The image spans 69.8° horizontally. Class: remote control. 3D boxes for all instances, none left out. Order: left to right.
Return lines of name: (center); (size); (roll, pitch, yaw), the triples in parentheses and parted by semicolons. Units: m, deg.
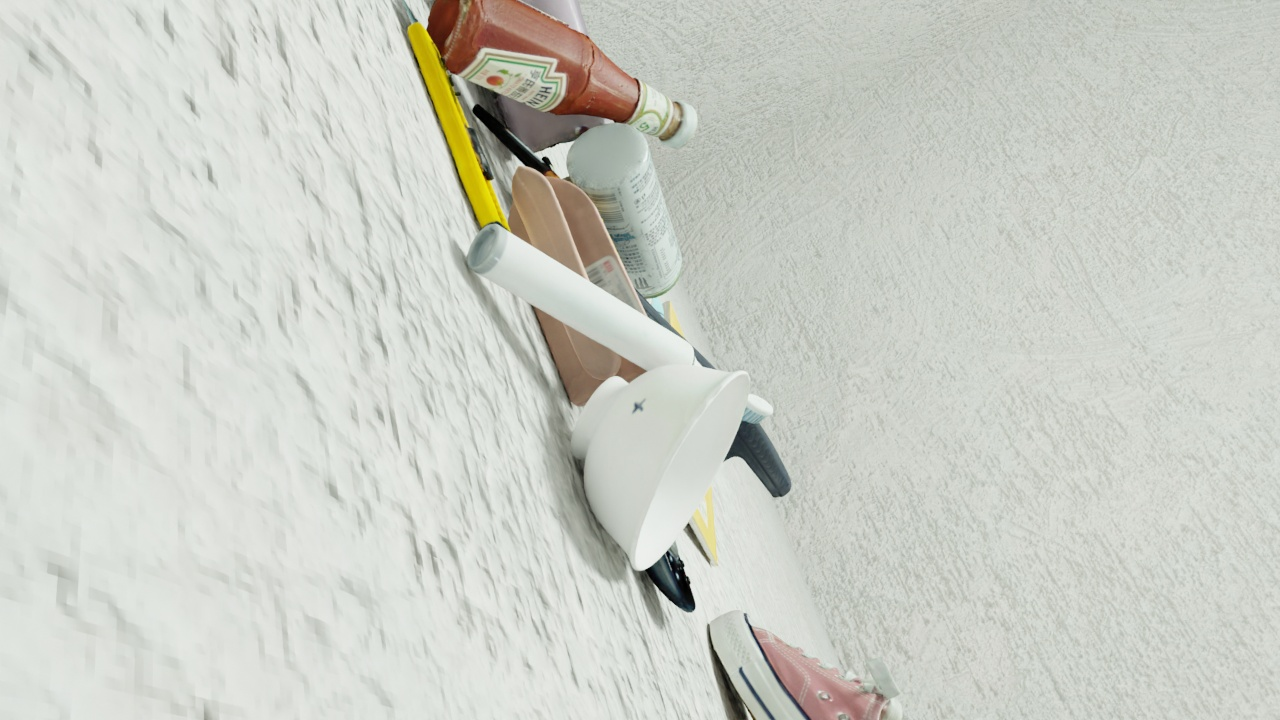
remote control: (0.000, 0.089, 0.555); (0.053, 0.024, 0.136); (52, 16, -71)

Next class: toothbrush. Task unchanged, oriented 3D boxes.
toothbrush: (0.001, -0.011, 0.508); (0.221, 0.026, 0.026); (30, 35, -35)

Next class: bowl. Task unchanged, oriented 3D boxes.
bowl: (0.002, 0.045, 0.491); (0.065, 0.118, 0.118); (27, -6, 18)

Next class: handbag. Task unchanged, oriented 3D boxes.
handbag: (-0.088, -0.267, 0.718); (0.145, 0.098, 0.197); (-103, 175, -74)

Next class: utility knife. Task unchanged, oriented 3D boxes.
utility knife: (-0.107, -0.139, 0.533); (0.033, 0.015, 0.177); (48, 19, -78)

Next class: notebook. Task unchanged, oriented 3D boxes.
notebook: (0.047, 0.067, 0.847); (0.146, 0.010, 0.205); (64, 18, -51)

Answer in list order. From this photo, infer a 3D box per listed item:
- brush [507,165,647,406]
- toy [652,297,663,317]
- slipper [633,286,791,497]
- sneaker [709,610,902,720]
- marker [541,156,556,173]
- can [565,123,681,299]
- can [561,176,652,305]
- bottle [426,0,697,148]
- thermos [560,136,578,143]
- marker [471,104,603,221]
brush: (-0.039, -0.049, 0.559); (0.073, 0.063, 0.145); (38, 28, -76)
toy: (0.009, -0.028, 0.936); (0.156, 0.050, 0.161); (72, 2, -63)
slipper: (-0.004, 0.004, 0.644); (0.268, 0.083, 0.110); (48, 5, 5)
sneaker: (0.127, 0.239, 0.610); (0.118, 0.087, 0.241); (64, -10, -26)
marker: (-0.075, -0.150, 0.857); (0.018, 0.015, 0.124); (59, 7, -53)
can: (-0.008, -0.106, 0.681); (0.147, 0.058, 0.058); (66, 4, -59)
can: (-0.035, -0.089, 0.774); (0.053, 0.053, 0.133); (-107, 170, -47)
bottle: (-0.045, -0.193, 0.629); (0.205, 0.060, 0.059); (14, 44, -39)
thermos: (-0.080, -0.256, 0.885); (0.143, 0.093, 0.093); (-116, -179, -76)
marker: (-0.073, -0.133, 0.631); (0.124, 0.015, 0.018); (45, 5, 9)
